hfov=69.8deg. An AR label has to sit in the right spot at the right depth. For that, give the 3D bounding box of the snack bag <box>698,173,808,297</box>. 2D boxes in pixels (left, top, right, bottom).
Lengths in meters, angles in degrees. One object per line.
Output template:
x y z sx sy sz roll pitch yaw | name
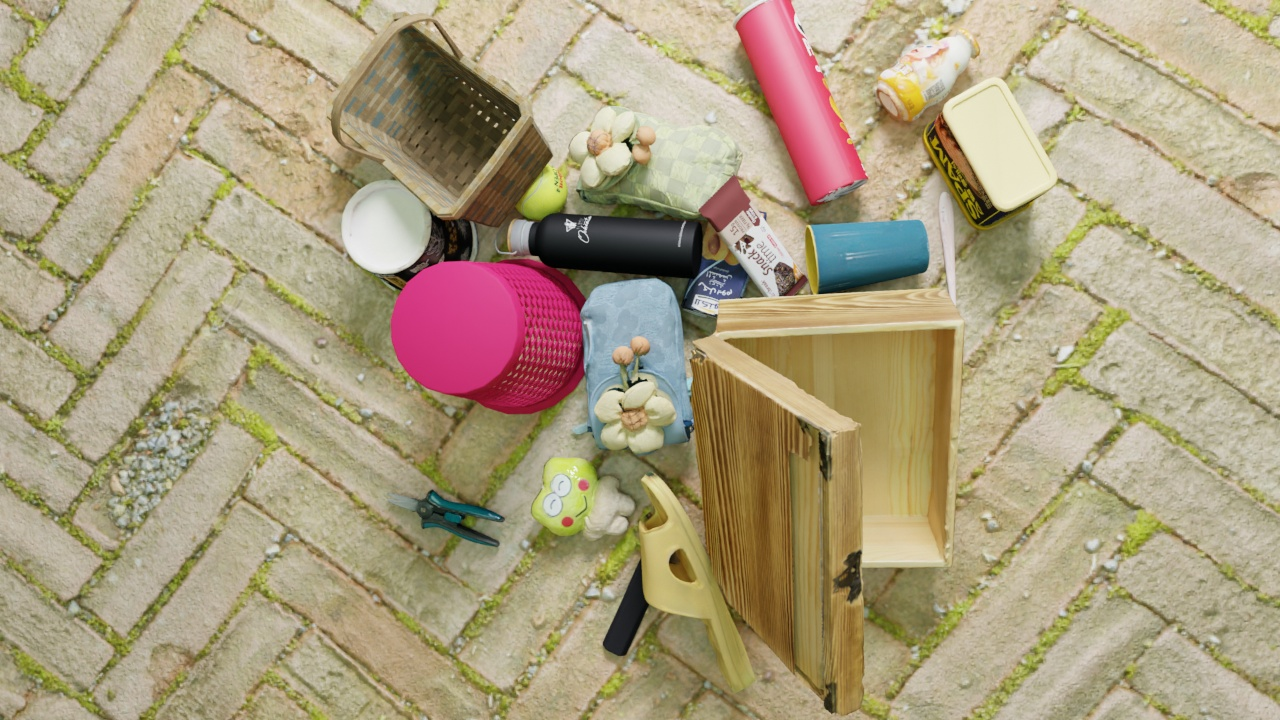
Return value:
0.125 -0.124 0.995 0.057 0.013 0.158 -44 118 -7 | snack bag

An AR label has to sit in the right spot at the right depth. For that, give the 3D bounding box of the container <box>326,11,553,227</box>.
-0.231 -0.266 0.976 0.250 0.186 0.157 41 95 27 | container

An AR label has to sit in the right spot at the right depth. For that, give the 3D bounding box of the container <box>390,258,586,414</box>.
-0.160 -0.029 0.973 0.183 0.225 0.183 0 89 8 | container

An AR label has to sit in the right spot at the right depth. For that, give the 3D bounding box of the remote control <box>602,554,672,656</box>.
-0.004 0.275 1.055 0.032 0.015 0.136 25 93 8 | remote control

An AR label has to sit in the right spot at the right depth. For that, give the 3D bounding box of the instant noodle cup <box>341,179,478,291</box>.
-0.270 -0.143 1.048 0.137 0.112 0.137 0 89 9 | instant noodle cup

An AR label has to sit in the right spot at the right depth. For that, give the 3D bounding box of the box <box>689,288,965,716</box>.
0.158 0.117 0.847 0.282 0.314 0.279 -2 115 10 | box

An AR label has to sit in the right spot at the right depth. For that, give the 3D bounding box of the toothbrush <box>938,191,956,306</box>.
0.341 -0.096 1.007 0.016 0.018 0.181 -4 88 7 | toothbrush

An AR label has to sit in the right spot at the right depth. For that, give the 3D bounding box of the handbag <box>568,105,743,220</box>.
0.010 -0.220 0.997 0.187 0.116 0.113 15 89 24 | handbag

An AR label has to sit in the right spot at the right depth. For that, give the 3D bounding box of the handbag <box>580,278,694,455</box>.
-0.006 0.006 0.997 0.122 0.118 0.192 -4 90 11 | handbag

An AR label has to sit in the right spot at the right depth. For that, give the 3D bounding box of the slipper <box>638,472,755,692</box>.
0.044 0.247 0.997 0.078 0.099 0.263 -25 97 -4 | slipper

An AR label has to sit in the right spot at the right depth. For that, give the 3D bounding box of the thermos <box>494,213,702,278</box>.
-0.051 -0.129 1.010 0.231 0.061 0.061 6 90 13 | thermos

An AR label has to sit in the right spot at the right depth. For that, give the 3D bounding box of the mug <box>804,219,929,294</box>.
0.245 -0.116 0.995 0.121 0.078 0.078 -7 89 3 | mug

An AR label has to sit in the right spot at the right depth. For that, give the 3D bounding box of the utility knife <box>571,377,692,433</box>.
0.004 0.051 1.055 0.179 0.015 0.022 -21 86 6 | utility knife

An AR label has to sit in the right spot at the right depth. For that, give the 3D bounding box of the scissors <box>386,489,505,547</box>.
-0.227 0.178 1.085 0.141 0.019 0.128 -28 92 14 | scissors

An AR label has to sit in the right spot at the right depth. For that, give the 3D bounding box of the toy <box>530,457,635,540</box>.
-0.064 0.162 1.051 0.115 0.046 0.092 19 89 0 | toy

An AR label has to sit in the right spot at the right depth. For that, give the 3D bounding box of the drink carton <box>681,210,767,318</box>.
0.095 -0.110 1.031 0.064 0.040 0.130 18 92 9 | drink carton

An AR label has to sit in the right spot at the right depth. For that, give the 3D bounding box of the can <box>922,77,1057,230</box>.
0.364 -0.214 0.960 0.075 0.104 0.135 -28 86 7 | can

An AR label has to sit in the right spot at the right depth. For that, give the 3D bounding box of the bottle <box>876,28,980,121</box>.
0.311 -0.310 0.989 0.108 0.063 0.063 -37 85 6 | bottle

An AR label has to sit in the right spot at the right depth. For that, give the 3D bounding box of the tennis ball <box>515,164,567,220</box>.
-0.116 -0.193 1.049 0.065 0.065 0.065 0 90 8 | tennis ball

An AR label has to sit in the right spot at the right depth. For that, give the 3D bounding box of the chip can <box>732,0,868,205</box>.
0.176 -0.283 1.006 0.069 0.069 0.220 -23 87 7 | chip can
